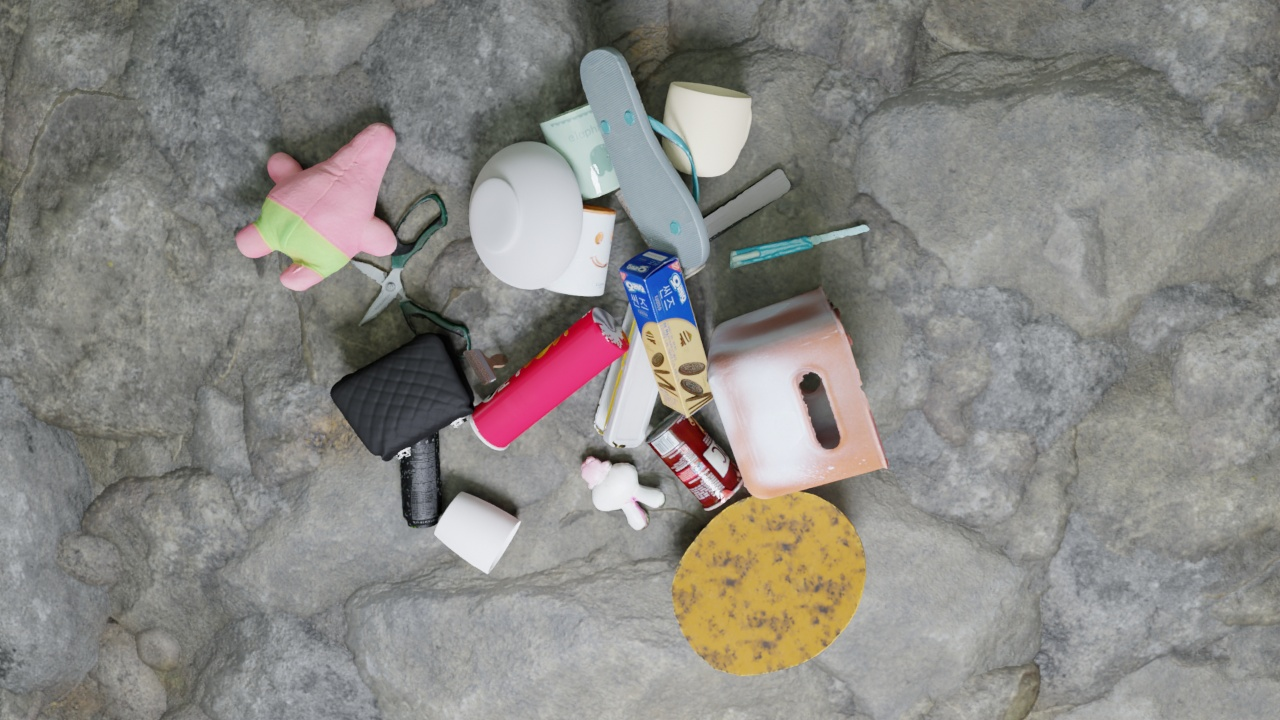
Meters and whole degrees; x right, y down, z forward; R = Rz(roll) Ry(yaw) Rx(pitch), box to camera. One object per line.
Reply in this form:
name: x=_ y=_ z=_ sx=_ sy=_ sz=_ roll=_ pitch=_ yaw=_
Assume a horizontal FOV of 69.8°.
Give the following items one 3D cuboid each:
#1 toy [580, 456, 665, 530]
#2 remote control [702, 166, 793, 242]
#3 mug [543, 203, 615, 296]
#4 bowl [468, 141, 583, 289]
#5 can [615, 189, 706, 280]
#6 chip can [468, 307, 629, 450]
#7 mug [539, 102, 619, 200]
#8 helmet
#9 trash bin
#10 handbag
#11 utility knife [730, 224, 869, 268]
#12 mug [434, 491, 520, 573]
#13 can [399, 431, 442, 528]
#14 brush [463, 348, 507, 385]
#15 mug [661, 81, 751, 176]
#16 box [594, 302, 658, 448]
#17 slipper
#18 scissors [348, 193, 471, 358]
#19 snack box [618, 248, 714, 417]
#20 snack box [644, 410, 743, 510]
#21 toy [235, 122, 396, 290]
toy: x=-0.027 y=0.171 z=1.217 sx=0.122 sy=0.038 sz=0.079 roll=37 pitch=114 yaw=-5
remote control: x=0.124 y=-0.190 z=1.142 sx=0.136 sy=0.013 sz=0.033 roll=-32 pitch=99 yaw=8
mug: x=-0.078 y=-0.139 z=1.132 sx=0.082 sy=0.082 sz=0.105 roll=9 pitch=103 yaw=2
bowl: x=-0.152 y=-0.172 z=1.093 sx=0.177 sy=0.066 sz=0.176 roll=6 pitch=100 yaw=41
can: x=0.027 y=-0.163 z=1.134 sx=0.054 sy=0.054 sz=0.135 roll=-32 pitch=97 yaw=9
chip can: x=-0.116 y=0.024 z=1.156 sx=0.221 sy=0.069 sz=0.069 roll=-38 pitch=97 yaw=21
mug: x=-0.052 y=-0.259 z=1.113 sx=0.111 sy=0.084 sz=0.104 roll=-28 pitch=109 yaw=-19
helmet: x=0.180 y=0.281 z=1.176 sx=0.256 sy=0.131 sz=0.205 roll=-37 pitch=66 yaw=16
trash bin: x=0.173 y=0.034 z=1.061 sx=0.157 sy=0.259 sz=0.181 roll=-18 pitch=100 yaw=9
handbag: x=-0.292 y=0.048 z=1.169 sx=0.153 sy=0.115 sz=0.125 roll=-29 pitch=91 yaw=-4
utility knife: x=0.198 y=-0.143 z=1.145 sx=0.177 sy=0.015 sz=0.022 roll=-11 pitch=101 yaw=8
mug: x=-0.224 y=0.236 z=1.231 sx=0.087 sy=0.080 sz=0.114 roll=31 pitch=133 yaw=3
can: x=-0.293 y=0.151 z=1.222 sx=0.054 sy=0.054 sz=0.138 roll=1 pitch=102 yaw=4
brush: x=-0.185 y=0.004 z=1.138 sx=0.008 sy=0.143 sz=0.045 roll=-30 pitch=90 yaw=8
mug: x=0.083 y=-0.271 z=1.092 sx=0.120 sy=0.096 sz=0.100 roll=-8 pitch=119 yaw=-36
box: x=-0.002 y=0.009 z=1.177 sx=0.067 sy=0.070 sz=0.210 roll=11 pitch=104 yaw=-19
slipper: x=0.010 y=-0.232 z=1.061 sx=0.098 sy=0.054 sz=0.269 roll=-14 pitch=108 yaw=50
scissors: x=-0.278 y=-0.098 z=1.189 sx=0.203 sy=0.015 sz=0.202 roll=39 pitch=102 yaw=-6
snack box: x=0.035 y=-0.031 z=1.116 sx=0.057 sy=0.056 sz=0.207 roll=-34 pitch=124 yaw=-22
snack box: x=0.071 y=0.126 z=1.183 sx=0.072 sy=0.072 sz=0.121 roll=-40 pitch=95 yaw=10
toy: x=-0.385 y=-0.199 z=1.141 sx=0.192 sy=0.097 sz=0.236 roll=38 pitch=88 yaw=-2
